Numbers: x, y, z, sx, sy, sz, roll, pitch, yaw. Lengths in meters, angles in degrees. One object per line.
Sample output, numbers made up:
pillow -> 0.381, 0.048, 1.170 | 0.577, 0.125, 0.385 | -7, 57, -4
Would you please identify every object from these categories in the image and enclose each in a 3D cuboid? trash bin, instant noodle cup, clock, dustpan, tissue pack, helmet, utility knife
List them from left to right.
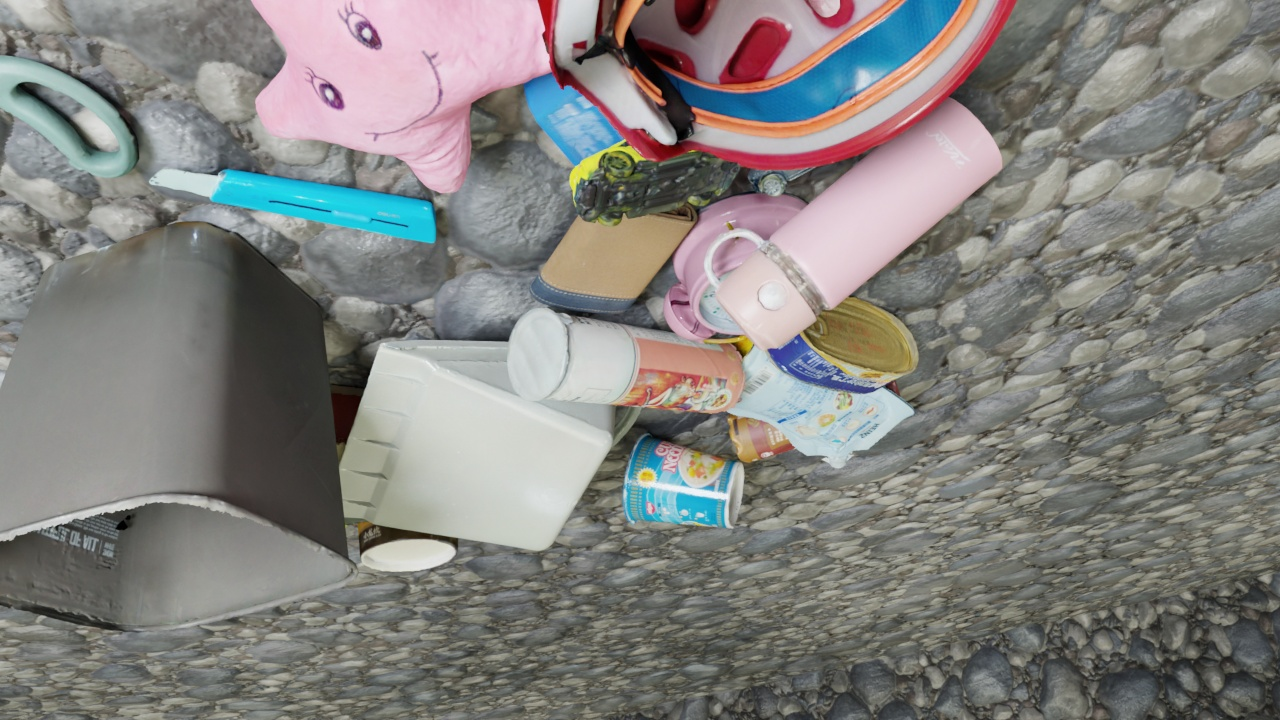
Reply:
trash bin -> -0.318, 0.047, 0.625 | 0.199, 0.219, 0.199 | -16, 150, 9
utility knife -> -0.219, -0.104, 0.597 | 0.178, 0.018, 0.034 | 7, 147, -24
instant noodle cup -> -0.232, 0.142, 0.917 | 0.118, 0.114, 0.119 | -8, 151, -4
dustpan -> -0.122, 0.060, 0.834 | 0.257, 0.142, 0.223 | 19, 127, -15
tissue pack -> -0.005, -0.152, 0.543 | 0.095, 0.052, 0.157 | -23, 148, 17
instant noodle cup -> 0.049, 0.133, 0.967 | 0.110, 0.099, 0.099 | 7, 155, 18
clock -> 0.080, -0.060, 0.719 | 0.117, 0.059, 0.159 | 1, 149, -17
helmet -> 0.056, -0.196, 0.401 | 0.207, 0.143, 0.239 | -33, 155, 24

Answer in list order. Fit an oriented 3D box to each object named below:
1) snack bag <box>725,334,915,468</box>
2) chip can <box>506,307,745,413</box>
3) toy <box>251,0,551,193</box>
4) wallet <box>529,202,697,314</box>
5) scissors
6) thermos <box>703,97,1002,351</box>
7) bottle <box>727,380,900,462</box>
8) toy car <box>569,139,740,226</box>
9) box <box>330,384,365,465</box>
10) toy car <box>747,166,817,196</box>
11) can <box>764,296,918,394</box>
snack bag -> 0.159, 0.039, 0.878 | 0.191, 0.038, 0.110 | 27, 118, -22
chip can -> -0.005, 0.004, 0.762 | 0.214, 0.071, 0.071 | 7, 147, -45
toy -> -0.138, -0.163, 0.464 | 0.178, 0.074, 0.195 | 32, 137, -30
wallet -> -0.022, -0.080, 0.684 | 0.090, 0.033, 0.116 | 5, 146, -30
scissors -> -0.365, -0.134, 0.501 | 0.179, 0.019, 0.171 | 16, 140, -36
thermos -> 0.135, -0.095, 0.616 | 0.199, 0.087, 0.067 | -39, 176, 6
bottle -> 0.180, 0.056, 0.949 | 0.175, 0.057, 0.057 | -19, 149, 14
toy car -> 0.009, -0.110, 0.534 | 0.105, 0.032, 0.048 | -14, 151, -19
box -> -0.310, 0.071, 0.810 | 0.168, 0.077, 0.092 | 9, 144, -29
toy car -> 0.111, -0.142, 0.609 | 0.091, 0.042, 0.034 | -27, 112, 26
can -> 0.178, -0.014, 0.814 | 0.148, 0.074, 0.049 | 11, 148, -31
